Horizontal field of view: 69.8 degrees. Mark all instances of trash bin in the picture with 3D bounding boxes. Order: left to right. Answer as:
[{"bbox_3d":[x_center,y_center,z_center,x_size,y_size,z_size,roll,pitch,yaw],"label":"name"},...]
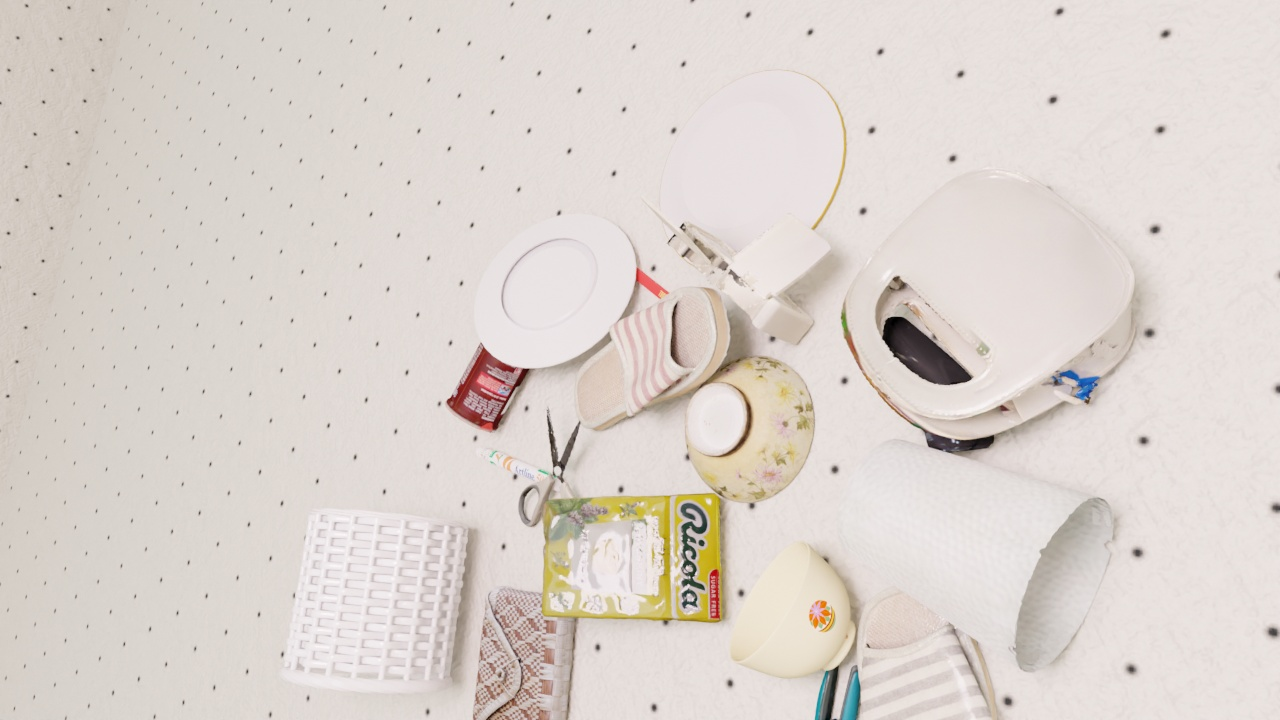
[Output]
[{"bbox_3d":[0.246,0.135,0.697,0.161,0.133,0.133,24,93,46],"label":"trash bin"}]

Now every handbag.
[{"bbox_3d":[-0.130,0.343,0.995,0.124,0.047,0.185,-6,74,37],"label":"handbag"},{"bbox_3d":[0.269,-0.034,0.732,0.199,0.093,0.200,-36,55,6],"label":"handbag"}]

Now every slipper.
[{"bbox_3d":[-0.006,0.006,0.941,0.264,0.052,0.115,-32,57,50],"label":"slipper"},{"bbox_3d":[0.231,0.310,0.706,0.115,0.054,0.272,-27,62,37],"label":"slipper"}]

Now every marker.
[{"bbox_3d":[-0.145,0.126,1.088,0.146,0.017,0.017,15,87,41],"label":"marker"}]

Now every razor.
[{"bbox_3d":[0.244,0.022,0.780,0.064,0.053,0.140,-63,39,39],"label":"razor"}]

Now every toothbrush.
[{"bbox_3d":[-0.018,-0.109,1.051,0.212,0.018,0.012,42,104,39],"label":"toothbrush"}]

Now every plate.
[{"bbox_3d":[-0.104,-0.087,1.060,0.209,0.015,0.208,-11,59,19],"label":"plate"},{"bbox_3d":[0.108,-0.203,0.972,0.230,0.021,0.229,-13,70,36],"label":"plate"}]

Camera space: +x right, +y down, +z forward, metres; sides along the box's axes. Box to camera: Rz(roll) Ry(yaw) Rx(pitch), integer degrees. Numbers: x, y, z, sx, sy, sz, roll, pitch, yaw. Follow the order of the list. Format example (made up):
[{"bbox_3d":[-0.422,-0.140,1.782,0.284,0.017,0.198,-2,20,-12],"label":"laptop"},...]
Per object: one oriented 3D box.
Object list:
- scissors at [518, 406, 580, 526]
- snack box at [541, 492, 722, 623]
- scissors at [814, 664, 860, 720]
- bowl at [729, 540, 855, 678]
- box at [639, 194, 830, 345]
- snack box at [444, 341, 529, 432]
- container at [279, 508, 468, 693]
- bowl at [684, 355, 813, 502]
[{"bbox_3d":[-0.093,0.141,1.021,0.158,0.012,0.171,-38,69,39],"label":"scissors"},{"bbox_3d":[-0.011,0.192,0.896,0.181,0.045,0.121,-2,74,12],"label":"snack box"},{"bbox_3d":[0.156,0.327,0.783,0.136,0.019,0.139,-47,54,22],"label":"scissors"},{"bbox_3d":[0.139,0.224,0.782,0.074,0.118,0.118,33,102,-3],"label":"bowl"},{"bbox_3d":[0.095,-0.107,0.845,0.143,0.183,0.099,45,106,29],"label":"box"},{"bbox_3d":[-0.177,0.018,1.110,0.072,0.072,0.121,37,100,40],"label":"snack box"},{"bbox_3d":[-0.302,0.275,1.061,0.190,0.189,0.186,-6,72,38],"label":"container"},{"bbox_3d":[0.089,0.061,0.883,0.145,0.063,0.145,-11,72,37],"label":"bowl"}]
